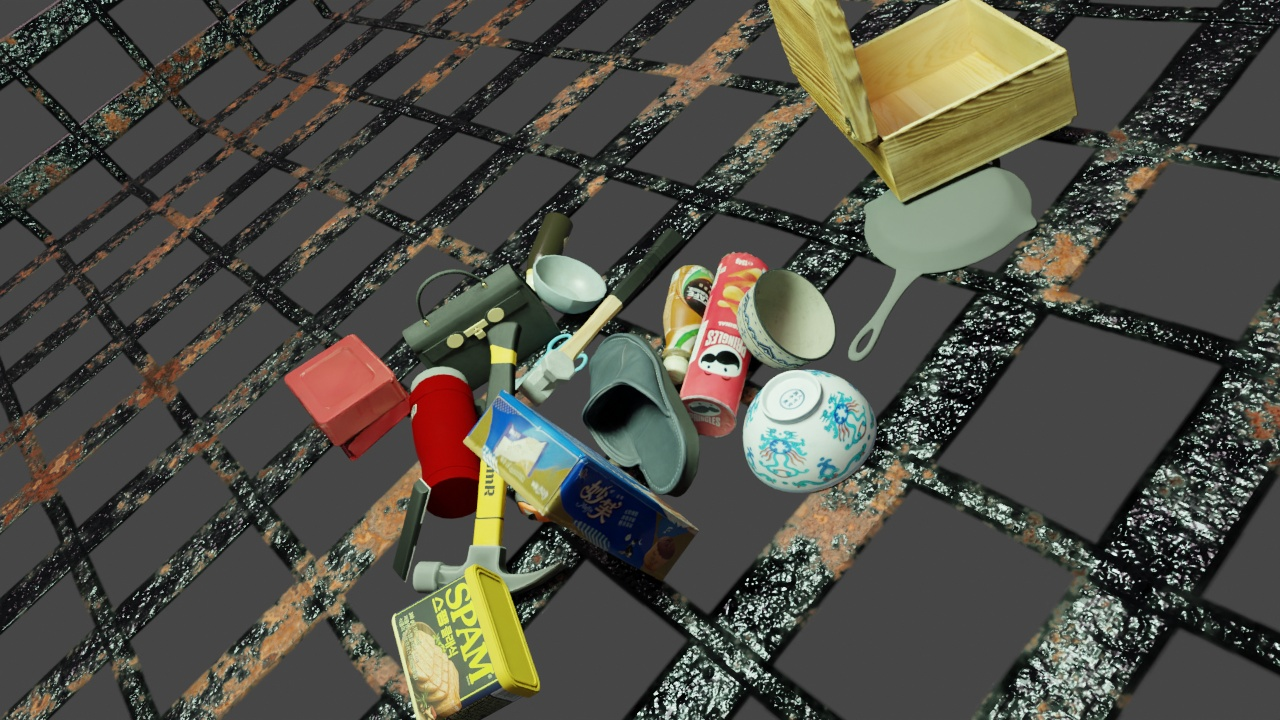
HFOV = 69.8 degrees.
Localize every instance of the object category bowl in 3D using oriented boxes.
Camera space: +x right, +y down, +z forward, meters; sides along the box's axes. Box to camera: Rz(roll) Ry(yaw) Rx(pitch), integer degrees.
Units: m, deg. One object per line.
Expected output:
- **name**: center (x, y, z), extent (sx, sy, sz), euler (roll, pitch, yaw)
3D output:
- **bowl**: center (0.167, 0.058, 0.961), extent (0.144, 0.074, 0.143), euler (-17, 44, 17)
- **bowl**: center (0.159, -0.040, 1.043), extent (0.059, 0.115, 0.115), euler (-40, 25, 49)
- **bowl**: center (-0.104, -0.100, 1.277), extent (0.106, 0.106, 0.039), euler (-108, 35, -48)

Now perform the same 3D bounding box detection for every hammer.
- **hammer**: center (-0.161, 0.110, 1.047), extent (0.170, 0.034, 0.324), euler (-2, 73, 14)
- **hammer**: center (-0.044, -0.064, 1.192), extent (0.327, 0.039, 0.131), euler (-50, 6, -33)

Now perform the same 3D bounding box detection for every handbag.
- **handbag**: center (-0.227, -0.059, 1.212), extent (0.176, 0.196, 0.072), euler (-33, 58, -1)

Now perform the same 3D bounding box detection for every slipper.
- **slipper**: center (-0.022, 0.048, 1.028), extent (0.109, 0.083, 0.265), euler (-66, 30, 24)

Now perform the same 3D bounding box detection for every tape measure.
- **tape measure**: center (-0.113, 0.161, 1.064), extent (0.059, 0.038, 0.058), euler (-8, 46, 6)

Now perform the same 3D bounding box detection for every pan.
- **pan**: center (0.332, -0.137, 1.087), extent (0.217, 0.024, 0.353), euler (16, 60, 40)

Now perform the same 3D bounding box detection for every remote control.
- **remote control**: center (-0.272, 0.201, 1.082), extent (0.028, 0.011, 0.124), euler (32, 110, 45)

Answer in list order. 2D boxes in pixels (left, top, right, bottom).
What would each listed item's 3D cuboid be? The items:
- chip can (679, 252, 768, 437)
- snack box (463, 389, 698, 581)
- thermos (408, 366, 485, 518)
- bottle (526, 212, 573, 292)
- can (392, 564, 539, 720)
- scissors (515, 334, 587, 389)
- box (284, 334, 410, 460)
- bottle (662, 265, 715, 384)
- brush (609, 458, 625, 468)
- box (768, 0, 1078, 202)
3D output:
- **chip can**: center (0.101, -0.024, 1.084), extent (0.073, 0.073, 0.232), euler (-4, 48, 28)
- **snack box**: center (-0.058, 0.128, 0.928), extent (0.155, 0.202, 0.069), euler (31, 83, 45)
- **thermos**: center (-0.234, 0.099, 1.167), extent (0.108, 0.084, 0.198), euler (-6, 42, -14)
- **bottle**: center (-0.150, -0.136, 1.364), extent (0.045, 0.045, 0.184), euler (0, 58, 31)
- **can**: center (-0.179, 0.294, 0.928), extent (0.104, 0.075, 0.135), euler (-31, 57, 6)
- **scissors**: center (-0.139, 0.004, 1.245), extent (0.142, 0.015, 0.095), euler (-18, 44, 7)
- **box**: center (-0.416, 0.048, 1.313), extent (0.129, 0.098, 0.158), euler (-40, 42, -16)
- **bottle**: center (0.055, -0.044, 1.138), extent (0.059, 0.059, 0.166), euler (-8, 47, 25)
- **brush**: center (-0.015, 0.108, 1.070), extent (0.151, 0.012, 0.039), euler (-36, 42, -5)
- **box**: center (0.304, -0.414, 1.124), extent (0.286, 0.336, 0.278), euler (-27, 36, 9)
